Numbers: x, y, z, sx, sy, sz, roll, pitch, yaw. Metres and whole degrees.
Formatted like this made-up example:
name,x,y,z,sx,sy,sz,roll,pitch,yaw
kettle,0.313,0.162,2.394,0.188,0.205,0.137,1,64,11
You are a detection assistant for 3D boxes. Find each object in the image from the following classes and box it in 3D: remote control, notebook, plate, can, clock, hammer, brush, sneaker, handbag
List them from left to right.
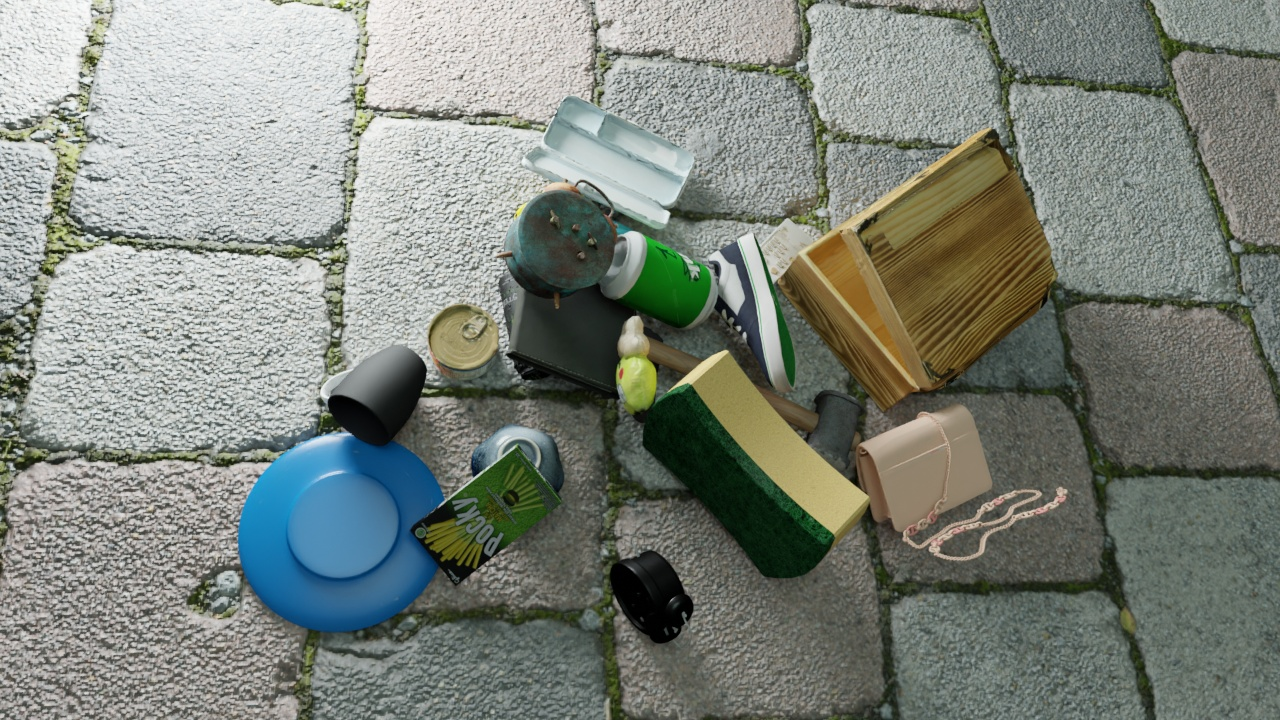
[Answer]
name,x,y,z,sx,sy,sz,roll,pitch,yaw
plate,-0.328,0.184,1.016,0.224,0.024,0.224,4,67,-10
can,-0.215,-0.022,1.113,0.086,0.043,0.086,4,68,-10
can,-0.140,-0.047,1.133,0.054,0.054,0.137,-8,70,-15
clock,-0.085,-0.149,1.082,0.121,0.073,0.157,41,66,-15
notebook,-0.075,-0.068,1.138,0.169,0.030,0.208,22,59,-26
remote control,0.006,0.019,1.149,0.046,0.009,0.124,33,57,-44
clock,0.017,0.266,1.020,0.042,0.091,0.120,-24,61,-31
can,0.022,-0.098,1.147,0.139,0.088,0.087,23,63,-30
hammer,0.126,0.036,1.144,0.328,0.052,0.097,25,65,-6
brush,0.121,0.124,1.040,0.075,0.195,0.250,-40,81,-23
sneaker,0.137,-0.052,1.159,0.079,0.084,0.235,-21,54,14
remote control,0.181,-0.139,1.261,0.050,0.011,0.135,42,66,7
handbag,0.381,0.130,1.094,0.198,0.187,0.116,-20,102,-18

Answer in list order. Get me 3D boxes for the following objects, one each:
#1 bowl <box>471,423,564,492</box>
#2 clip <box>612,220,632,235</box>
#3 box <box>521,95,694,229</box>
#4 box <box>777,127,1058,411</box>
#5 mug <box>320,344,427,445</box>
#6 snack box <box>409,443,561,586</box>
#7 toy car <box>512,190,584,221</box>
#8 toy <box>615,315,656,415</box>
name,x,y,z,sx,sy,sz,roll,pitch,yaw
bowl,-0.141,0.120,1.065,0.110,0.055,0.110,4,67,-10
clip,-0.077,-0.166,1.156,0.121,0.033,0.118,40,46,-8
box,-0.042,-0.258,1.233,0.211,0.084,0.185,23,55,-3
box,0.385,-0.111,1.185,0.278,0.221,0.258,-34,80,-24
mug,-0.309,0.031,1.060,0.119,0.085,0.100,10,48,25
snack box,-0.170,0.170,1.016,0.147,0.025,0.080,-38,95,-2
toy car,-0.121,-0.201,1.214,0.049,0.030,0.106,45,68,7
toy,-0.006,0.006,1.074,0.046,0.092,0.115,-4,84,-6
